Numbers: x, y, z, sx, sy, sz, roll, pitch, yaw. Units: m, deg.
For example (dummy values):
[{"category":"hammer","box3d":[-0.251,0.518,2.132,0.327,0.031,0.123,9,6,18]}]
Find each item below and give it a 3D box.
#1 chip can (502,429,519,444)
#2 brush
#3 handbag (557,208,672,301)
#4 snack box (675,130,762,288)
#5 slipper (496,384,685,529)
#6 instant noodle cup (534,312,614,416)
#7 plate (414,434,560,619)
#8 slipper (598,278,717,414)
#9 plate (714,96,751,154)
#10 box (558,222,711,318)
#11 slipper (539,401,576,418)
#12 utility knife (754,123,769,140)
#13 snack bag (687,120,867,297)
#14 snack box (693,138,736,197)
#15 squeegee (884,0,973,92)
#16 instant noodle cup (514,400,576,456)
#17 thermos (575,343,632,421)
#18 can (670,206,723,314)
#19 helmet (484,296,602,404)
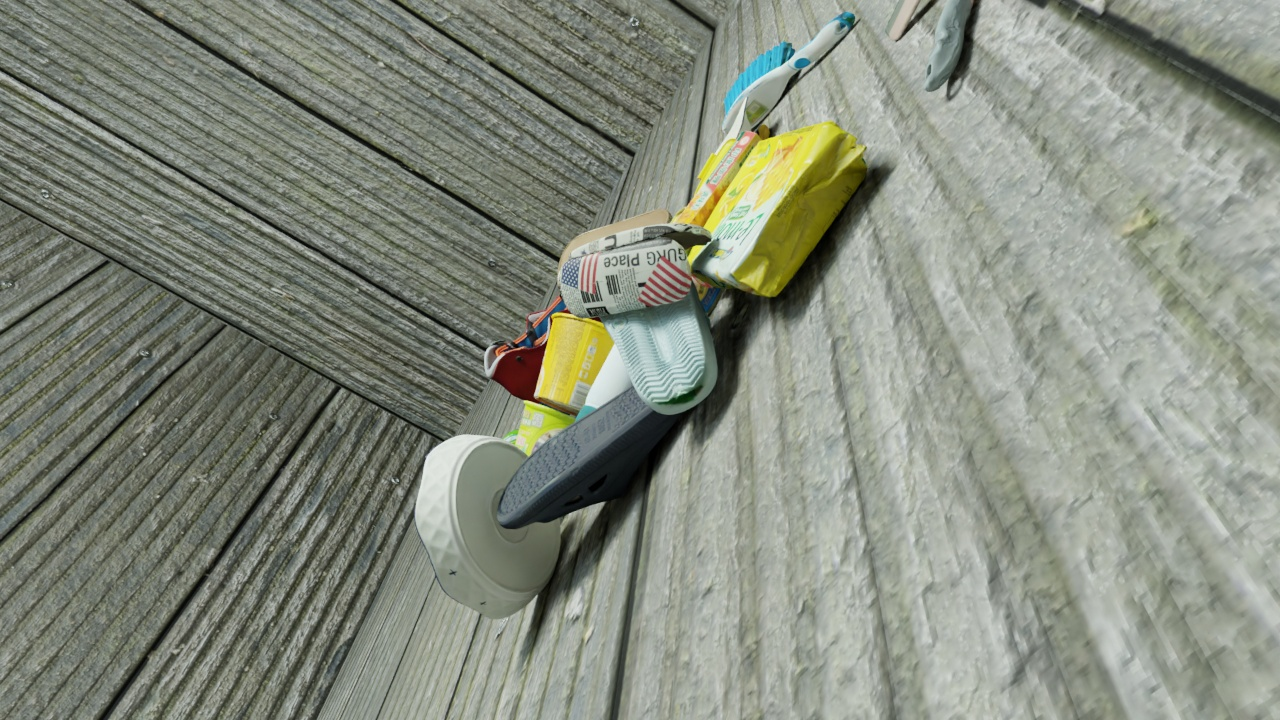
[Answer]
[{"category":"chip can","box3d":[-0.202,0.183,1.462,0.072,0.072,0.235,-57,11,13]},{"category":"brush","box3d":[0.203,-0.409,1.284,0.315,0.060,0.109,-39,28,55]},{"category":"handbag","box3d":[-0.030,-0.151,1.414,0.205,0.100,0.147,-11,37,37]},{"category":"snack box","box3d":[0.094,-0.163,0.994,0.155,0.077,0.027,-54,37,-7]},{"category":"slipper","box3d":[-0.034,0.104,0.944,0.268,0.083,0.110,-37,18,12]},{"category":"instant noodle cup","box3d":[-0.066,0.016,1.165,0.138,0.138,0.109,165,125,-74]},{"category":"plate","box3d":[-0.159,0.176,1.013,0.046,0.205,0.204,-21,31,28]},{"category":"slipper","box3d":[0.024,-0.024,0.902,0.104,0.074,0.245,-31,35,8]},{"category":"plate","box3d":[0.118,-0.261,1.259,0.165,0.034,0.163,121,170,-57]},{"category":"box","box3d":[-0.008,-0.085,0.895,0.163,0.075,0.086,-5,79,39]},{"category":"slipper","box3d":[-0.100,0.039,1.340,0.254,0.095,0.104,-37,22,54]},{"category":"utility knife","box3d":[0.160,-0.280,1.212,0.033,0.015,0.201,-57,11,26]},{"category":"snack bag","box3d":[0.124,-0.134,0.861,0.158,0.068,0.246,-58,11,3]},{"category":"snack box","box3d":[0.109,-0.205,1.091,0.091,0.082,0.080,-59,1,-2]},{"category":"squeegee","box3d":[0.262,-0.305,0.775,0.248,0.040,0.248,109,178,-56]},{"category":"instant noodle cup","box3d":[-0.120,0.128,1.176,0.123,0.111,0.112,-68,12,-8]},{"category":"thermos","box3d":[-0.006,0.006,1.082,0.224,0.073,0.073,-62,11,-13]},{"category":"can","box3d":[0.058,-0.109,1.045,0.102,0.083,0.057,-62,12,-12]},{"category":"helmet","box3d":[-0.138,-0.021,1.544,0.239,0.144,0.207,-44,15,-13]}]
